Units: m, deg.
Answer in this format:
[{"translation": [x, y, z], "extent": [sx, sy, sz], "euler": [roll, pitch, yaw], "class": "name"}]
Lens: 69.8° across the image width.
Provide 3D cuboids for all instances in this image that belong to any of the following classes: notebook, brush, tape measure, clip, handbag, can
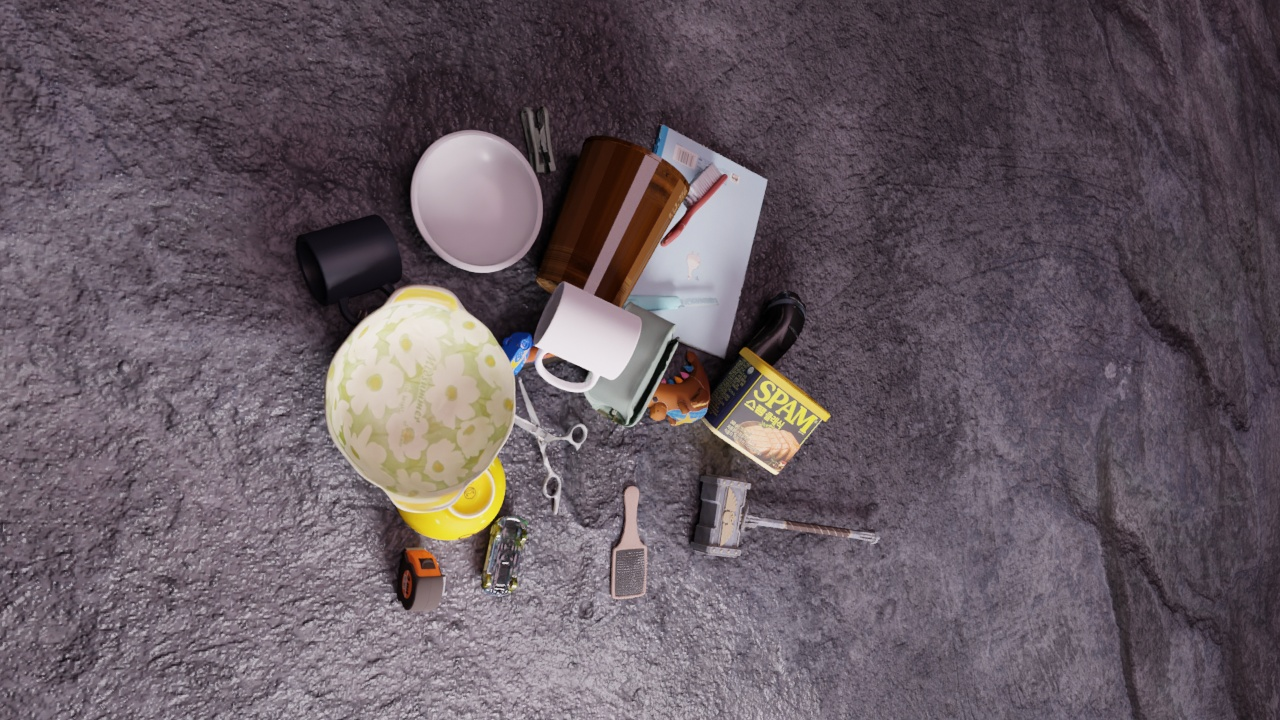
[{"translation": [0.067, -0.148, 1.165], "extent": [0.181, 0.009, 0.253], "euler": [20, 80, -31], "class": "notebook"}, {"translation": [0.058, -0.189, 1.102], "extent": [0.030, 0.041, 0.171], "euler": [48, 44, -11], "class": "brush"}, {"translation": [-0.224, 0.228, 0.948], "extent": [0.038, 0.059, 0.058], "euler": [6, 89, -33], "class": "tape measure"}, {"translation": [-0.116, -0.250, 1.040], "extent": [0.042, 0.023, 0.076], "euler": [-12, 99, -34], "class": "clip"}, {"translation": [-0.006, 0.006, 1.061], "extent": [0.067, 0.106, 0.121], "euler": [25, 75, 11], "class": "handbag"}, {"translation": [-0.011, 0.220, 1.111], "extent": [0.049, 0.015, 0.135], "euler": [3, 89, -34], "class": "brush"}, {"translation": [0.154, 0.066, 1.165], "extent": [0.135, 0.075, 0.104], "euler": [35, 98, -28], "class": "can"}]

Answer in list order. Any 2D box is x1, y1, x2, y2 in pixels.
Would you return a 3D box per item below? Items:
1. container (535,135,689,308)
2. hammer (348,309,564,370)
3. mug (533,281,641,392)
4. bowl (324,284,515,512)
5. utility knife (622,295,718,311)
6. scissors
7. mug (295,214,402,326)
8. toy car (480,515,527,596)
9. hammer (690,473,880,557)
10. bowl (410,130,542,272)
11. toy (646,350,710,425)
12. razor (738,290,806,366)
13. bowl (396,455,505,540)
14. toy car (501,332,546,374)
[{"translation": [-0.038, -0.145, 1.034], "extent": [0.132, 0.132, 0.167], "euler": [29, 80, -30], "class": "container"}, {"translation": [-0.167, -0.009, 1.000], "extent": [0.313, 0.035, 0.138], "euler": [-14, 98, -33], "class": "hammer"}, {"translation": [-0.065, -0.017, 0.971], "extent": [0.090, 0.073, 0.111], "euler": [25, 114, -16], "class": "mug"}, {"translation": [-0.220, 0.037, 0.902], "extent": [0.188, 0.060, 0.219], "euler": [1, 87, -33], "class": "bowl"}, {"translation": [0.031, -0.070, 1.126], "extent": [0.165, 0.015, 0.022], "euler": [-3, 93, -31], "class": "utility knife"}, {"translation": [-0.113, 0.098, 1.030], "extent": [0.141, 0.014, 0.158], "euler": [8, 90, -48], "class": "scissors"}, {"translation": [-0.278, -0.083, 0.898], "extent": [0.077, 0.071, 0.105], "euler": [-24, 88, -31], "class": "mug"}, {"translation": [-0.152, 0.214, 1.012], "extent": [0.038, 0.027, 0.089], "euler": [15, 83, -29], "class": "toy car"}, {"translation": [0.211, 0.223, 1.238], "extent": [0.321, 0.044, 0.098], "euler": [14, 83, -32], "class": "hammer"}, {"translation": [-0.180, -0.168, 0.984], "extent": [0.149, 0.043, 0.149], "euler": [0, 90, -33], "class": "bowl"}, {"translation": [0.041, 0.030, 1.135], "extent": [0.090, 0.071, 0.102], "euler": [10, 61, -20], "class": "toy"}, {"translation": [0.165, -0.029, 1.210], "extent": [0.140, 0.064, 0.053], "euler": [-51, 132, -7], "class": "razor"}, {"translation": [-0.192, 0.133, 0.962], "extent": [0.117, 0.068, 0.117], "euler": [0, 90, -33], "class": "bowl"}, {"translation": [-0.126, 0.006, 0.991], "extent": [0.062, 0.033, 0.091], "euler": [49, 60, -37], "class": "toy car"}]
